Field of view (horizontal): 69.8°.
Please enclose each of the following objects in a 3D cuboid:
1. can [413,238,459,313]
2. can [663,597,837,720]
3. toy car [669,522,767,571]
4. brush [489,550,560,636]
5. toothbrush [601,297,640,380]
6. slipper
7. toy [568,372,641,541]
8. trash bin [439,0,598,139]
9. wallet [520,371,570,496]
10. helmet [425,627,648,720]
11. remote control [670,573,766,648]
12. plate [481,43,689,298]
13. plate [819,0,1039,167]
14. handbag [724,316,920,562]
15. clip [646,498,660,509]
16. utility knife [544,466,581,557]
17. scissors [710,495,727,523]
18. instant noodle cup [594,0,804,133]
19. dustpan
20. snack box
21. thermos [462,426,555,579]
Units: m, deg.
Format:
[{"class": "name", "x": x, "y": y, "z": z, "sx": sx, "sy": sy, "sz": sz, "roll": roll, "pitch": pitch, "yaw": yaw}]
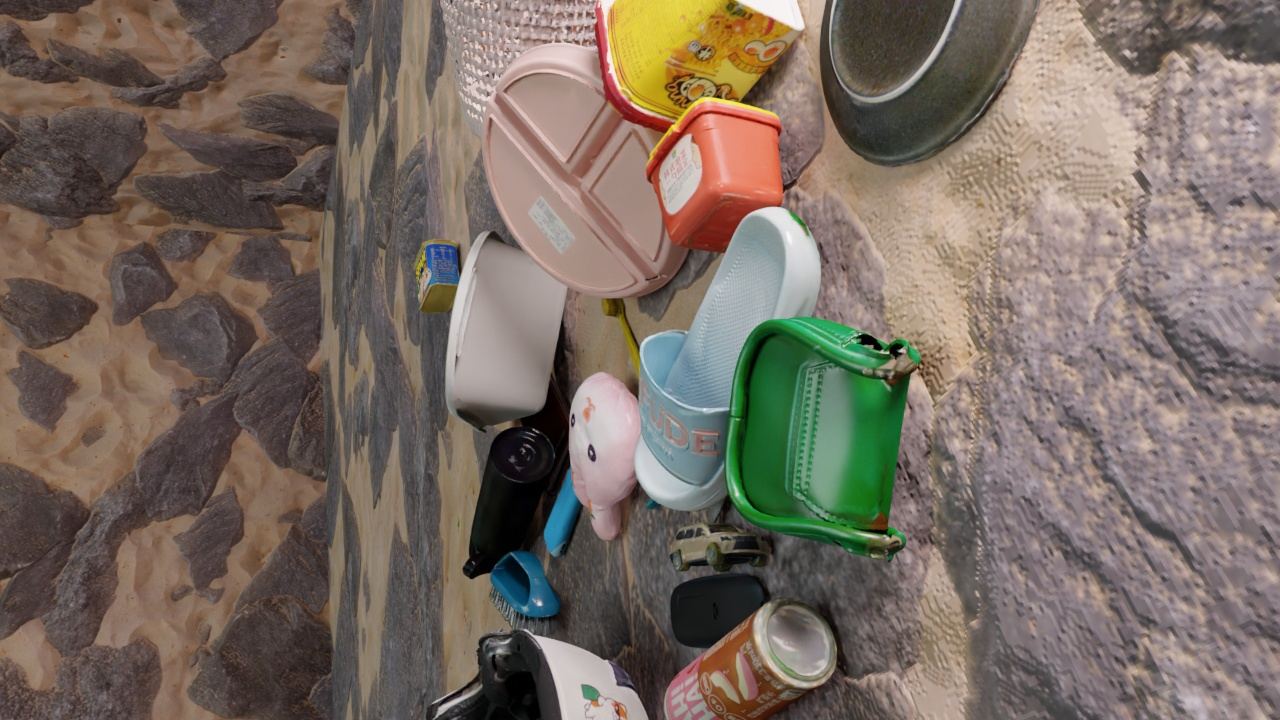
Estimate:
[{"class": "can", "x": -0.329, "y": -0.134, "z": 1.484, "sx": 0.102, "sy": 0.057, "sz": 0.083, "roll": -48, "pitch": 48, "yaw": 54}, {"class": "can", "x": 0.069, "y": 0.210, "z": 0.606, "sx": 0.148, "sy": 0.057, "sz": 0.057, "roll": 123, "pitch": 142, "yaw": -47}, {"class": "toy car", "x": 0.055, "y": 0.134, "z": 0.661, "sx": 0.091, "sy": 0.042, "sz": 0.035, "roll": 153, "pitch": 119, "yaw": -61}, {"class": "brush", "x": -0.129, "y": 0.251, "z": 1.020, "sx": 0.144, "sy": 0.055, "sz": 0.073, "roll": -166, "pitch": 79, "yaw": -65}, {"class": "toothbrush", "x": -0.005, "y": 0.005, "z": 0.832, "sx": 0.190, "sy": 0.016, "sz": 0.016, "roll": -111, "pitch": 34, "yaw": -41}, {"class": "slipper", "x": 0.044, "y": 0.007, "z": 0.628, "sx": 0.104, "sy": 0.074, "sz": 0.246, "roll": 61, "pitch": 139, "yaw": 45}, {"class": "toy", "x": -0.034, "y": 0.090, "z": 0.848, "sx": 0.121, "sy": 0.054, "sz": 0.160, "roll": -128, "pitch": 40, "yaw": -51}, {"class": "trash bin", "x": -0.093, "y": -0.311, "z": 0.860, "sx": 0.227, "sy": 0.227, "sz": 0.192, "roll": -118, "pitch": 26, "yaw": -47}, {"class": "wallet", "x": -0.103, "y": 0.076, "z": 1.030, "sx": 0.122, "sy": 0.020, "sz": 0.097, "roll": 61, "pitch": 140, "yaw": 45}, {"class": "helmet", "x": -0.070, "y": 0.351, "z": 0.772, "sx": 0.275, "sy": 0.156, "sz": 0.229, "roll": -52, "pitch": 39, "yaw": 34}, {"class": "remote control", "x": 0.050, "y": 0.188, "z": 0.687, "sx": 0.137, "sy": 0.024, "sz": 0.053, "roll": 146, "pitch": 124, "yaw": -59}, {"class": "plate", "x": -0.054, "y": -0.152, "z": 0.788, "sx": 0.230, "sy": 0.028, "sz": 0.230, "roll": 25, "pitch": 134, "yaw": 28}, {"class": "plate", "x": 0.150, "y": -0.203, "z": 0.522, "sx": 0.180, "sy": 0.024, "sz": 0.179, "roll": -177, "pitch": 90, "yaw": -65}, {"class": "handbag", "x": 0.108, "y": 0.042, "z": 0.532, "sx": 0.120, "sy": 0.068, "sz": 0.131, "roll": 14, "pitch": 100, "yaw": 63}, {"class": "clip", "x": 0.018, "y": 0.107, "z": 0.778, "sx": 0.056, "sy": 0.013, "sz": 0.038, "roll": 135, "pitch": 132, "yaw": -57}, {"class": "utility knife", "x": -0.062, "y": 0.119, "z": 0.938, "sx": 0.034, "sy": 0.018, "sz": 0.217, "roll": 53, "pitch": 134, "yaw": 38}, {"class": "scissors", "x": 0.073, "y": 0.014, "z": 0.672, "sx": 0.203, "sy": 0.015, "sz": 0.204, "roll": -43, "pitch": 50, "yaw": 55}, {"class": "instant noodle cup", "x": 0.044, "y": -0.239, "z": 0.663, "sx": 0.124, "sy": 0.116, "sz": 0.116, "roll": -34, "pitch": 57, "yaw": 45}, {"class": "dustpan", "x": -0.180, "y": -0.035, "z": 1.036, "sx": 0.258, "sy": 0.142, "sz": 0.222, "roll": -3, "pitch": 75, "yaw": 61}, {"class": "snack box", "x": 0.053, "y": -0.127, "z": 0.648, "sx": 0.091, "sy": 0.082, "sz": 0.080, "roll": -43, "pitch": 48, "yaw": 53}, {"class": "thermos", "x": -0.156, "y": 0.174, "z": 1.031, "sx": 0.089, "sy": 0.068, "sz": 0.243, "roll": -55, "pitch": -8, "yaw": -40}]
